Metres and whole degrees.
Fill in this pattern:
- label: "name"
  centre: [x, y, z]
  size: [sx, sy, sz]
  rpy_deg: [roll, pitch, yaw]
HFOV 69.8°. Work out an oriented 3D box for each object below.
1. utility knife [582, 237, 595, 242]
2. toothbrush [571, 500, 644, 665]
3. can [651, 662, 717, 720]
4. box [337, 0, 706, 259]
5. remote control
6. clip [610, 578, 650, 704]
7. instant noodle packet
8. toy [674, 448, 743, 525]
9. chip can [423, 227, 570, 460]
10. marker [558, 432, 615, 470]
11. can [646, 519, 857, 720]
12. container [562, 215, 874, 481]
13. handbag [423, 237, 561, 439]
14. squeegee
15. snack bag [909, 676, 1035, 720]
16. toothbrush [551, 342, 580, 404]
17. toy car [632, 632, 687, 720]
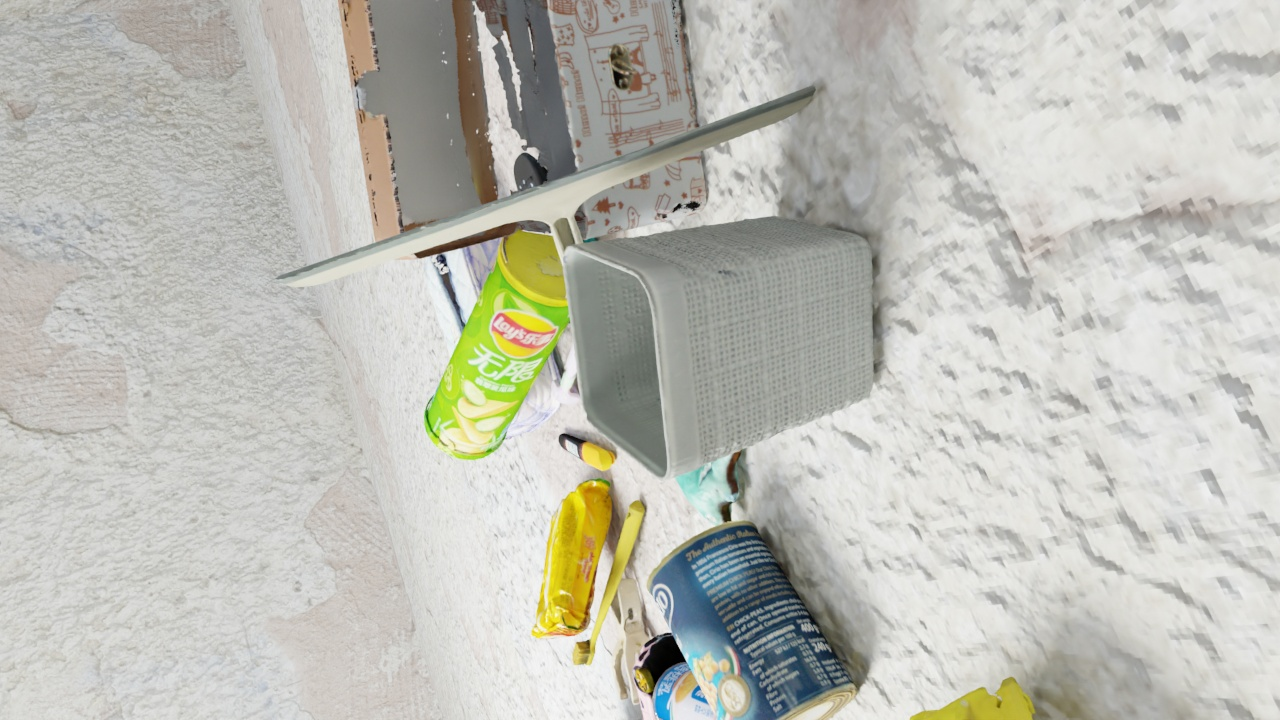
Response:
- label: "utility knife"
  centre: [-0.037, -0.072, 0.673]
  size: [0.029, 0.013, 0.207]
  rpy_deg: [-14, 92, 65]
- label: "toothbrush"
  centre: [-0.029, 0.190, 0.762]
  size: [0.015, 0.016, 0.190]
  rpy_deg: [-119, 38, -48]
- label: "can"
  centre: [0.057, 0.234, 0.602]
  size: [0.135, 0.053, 0.053]
  rpy_deg: [-25, 81, 67]
- label: "box"
  centre: [-0.085, -0.156, 0.521]
  size: [0.153, 0.177, 0.182]
  rpy_deg: [18, 121, 62]
- label: "remote control"
  centre: [-0.066, -0.096, 0.710]
  size: [0.053, 0.024, 0.136]
  rpy_deg: [-25, 83, 64]
- label: "clip"
  centre: [-0.011, 0.242, 0.786]
  size: [0.084, 0.034, 0.104]
  rpy_deg: [116, 138, -56]
- label: "instant noodle packet"
  centre: [-0.058, 0.171, 0.785]
  size: [0.111, 0.044, 0.128]
  rpy_deg: [133, 149, -61]
- label: "toy"
  centre: [0.036, 0.060, 0.575]
  size: [0.092, 0.030, 0.097]
  rpy_deg: [54, 143, 29]
- label: "chip can"
  centre: [-0.107, -0.005, 0.707]
  size: [0.072, 0.072, 0.222]
  rpy_deg: [62, 140, 27]
- label: "marker"
  centre: [-0.049, 0.077, 0.795]
  size: [0.124, 0.015, 0.018]
  rpy_deg: [-172, 70, -68]
- label: "can"
  centre: [0.061, 0.157, 0.517]
  size: [0.111, 0.075, 0.075]
  rpy_deg: [58, 152, 33]
- label: "container"
  centre: [0.038, -0.014, 0.414]
  size: [0.090, 0.114, 0.090]
  rpy_deg: [31, 132, 58]
- label: "handbag"
  centre: [-0.143, -0.026, 0.861]
  size: [0.134, 0.075, 0.193]
  rpy_deg: [-41, 66, 62]
- label: "squeegee"
  centre: [-0.025, -0.028, 0.505]
  size: [0.247, 0.246, 0.039]
  rpy_deg: [72, 177, -57]
- label: "snack bag"
  centre: [0.149, 0.252, 0.388]
  size: [0.158, 0.068, 0.247]
  rpy_deg: [57, 151, 36]
- label: "toothbrush"
  centre: [-0.046, -0.007, 0.708]
  size: [0.029, 0.021, 0.190]
  rpy_deg: [32, 154, 2]
- label: "toy car"
  centre: [0.027, 0.262, 0.685]
  size: [0.037, 0.056, 0.122]
  rpy_deg: [-7, 97, 60]
